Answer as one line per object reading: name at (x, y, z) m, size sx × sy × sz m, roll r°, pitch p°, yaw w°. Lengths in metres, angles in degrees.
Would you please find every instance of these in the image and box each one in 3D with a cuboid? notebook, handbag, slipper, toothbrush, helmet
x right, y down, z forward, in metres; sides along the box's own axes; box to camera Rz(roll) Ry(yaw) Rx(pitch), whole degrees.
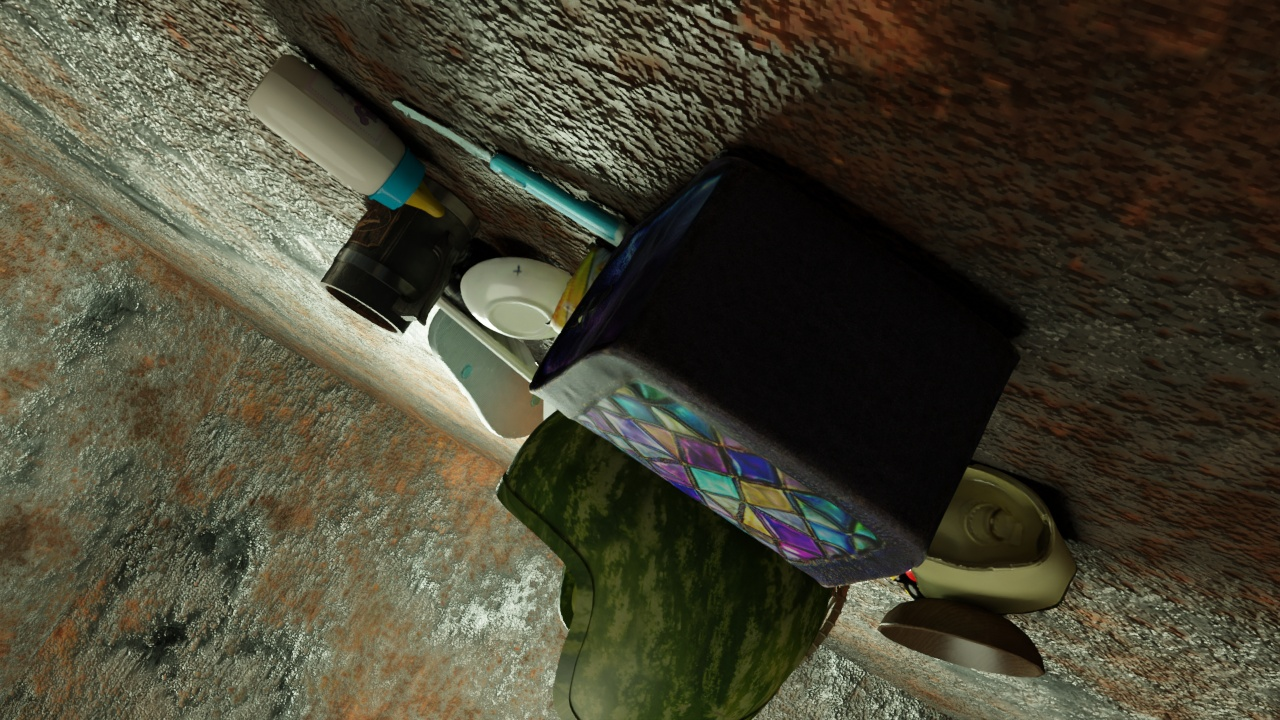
notebook at (-0.177, -0.059, 0.853) m, size 0.209 × 0.009 × 0.142 m, roll 41°, pitch -178°, yaw -19°
handbag at (0.058, 0.016, 0.497) m, size 0.205 × 0.125 × 0.222 m, roll 34°, pitch 162°, yaw -5°
slipper at (-0.181, 0.015, 1.065) m, size 0.055 × 0.098 × 0.269 m, roll 21°, pitch 162°, yaw 29°
toothbrush at (0.285, 0.231, 1.007) m, size 0.196 × 0.031 × 0.030 m, roll 38°, pitch -164°, yaw -22°
helmet at (0.025, 0.136, 0.687) m, size 0.243 × 0.247 × 0.213 m, roll -10°, pitch -172°, yaw -1°
handbag at (0.243, 0.129, 0.652) m, size 0.111 × 0.081 × 0.119 m, roll 10°, pitch 155°, yaw 37°

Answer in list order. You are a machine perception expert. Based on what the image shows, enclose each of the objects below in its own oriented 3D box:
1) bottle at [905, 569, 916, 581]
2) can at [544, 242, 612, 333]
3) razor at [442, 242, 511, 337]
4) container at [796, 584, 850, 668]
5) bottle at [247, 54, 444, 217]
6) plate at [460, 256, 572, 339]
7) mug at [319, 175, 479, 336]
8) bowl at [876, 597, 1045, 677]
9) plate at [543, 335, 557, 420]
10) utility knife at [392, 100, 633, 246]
bottle at (0.272, 0.183, 0.851) m, size 0.036 × 0.036 × 0.119 m, roll 27°, pitch 165°, yaw 12°
can at (-0.004, -0.027, 0.628) m, size 0.105 × 0.067 × 0.068 m, roll 31°, pitch 166°, yaw 1°
razor at (-0.136, -0.059, 0.835) m, size 0.067 × 0.054 × 0.151 m, roll 37°, pitch 175°, yaw 18°
container at (0.066, 0.187, 0.933) m, size 0.196 × 0.226 × 0.227 m, roll 46°, pitch 160°, yaw -29°
bottle at (-0.194, -0.146, 0.633) m, size 0.146 × 0.051 × 0.051 m, roll 38°, pitch 164°, yaw -26°
plate at (-0.097, -0.043, 0.749) m, size 0.104 × 0.026 × 0.104 m, roll 5°, pitch 149°, yaw 3°
mug at (-0.176, -0.080, 0.708) m, size 0.116 × 0.107 × 0.080 m, roll 18°, pitch 161°, yaw 41°
bowl at (0.236, 0.200, 0.674) m, size 0.118 × 0.030 × 0.118 m, roll 17°, pitch 159°, yaw 6°
plate at (-0.079, 0.093, 0.903) m, size 0.016 × 0.242 × 0.243 m, roll -4°, pitch 171°, yaw -11°
utility knife at (-0.082, -0.120, 0.579) m, size 0.181 × 0.015 × 0.022 m, roll 31°, pitch 163°, yaw 9°
